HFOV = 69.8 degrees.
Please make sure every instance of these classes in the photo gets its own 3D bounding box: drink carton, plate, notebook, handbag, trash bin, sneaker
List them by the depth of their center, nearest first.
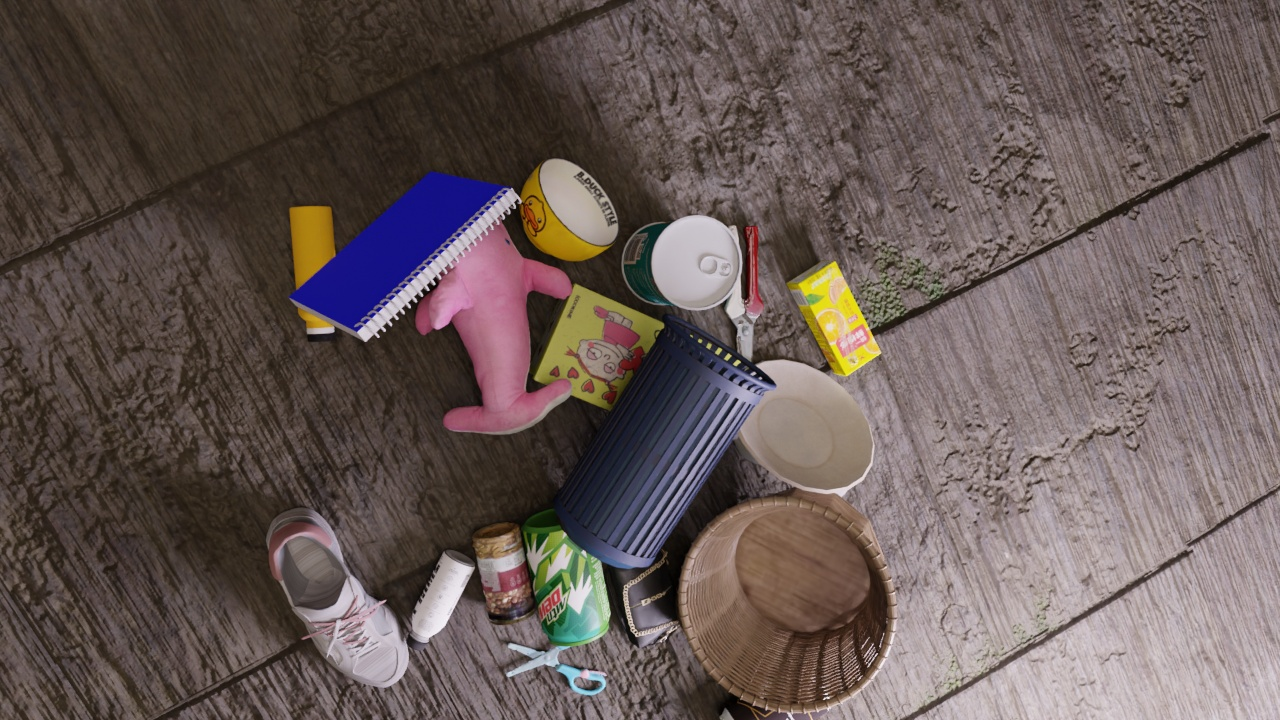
[{"bbox_3d":[-0.240,-0.112,0.931,0.208,0.172,0.022,-48,131,-20],"label":"notebook"},{"bbox_3d":[0.018,0.092,0.978,0.139,0.139,0.250,30,100,-15],"label":"trash bin"},{"bbox_3d":[-0.335,0.275,1.009,0.099,0.089,0.236,-32,102,-9],"label":"sneaker"},{"bbox_3d":[0.192,0.082,1.105,0.188,0.027,0.188,12,50,-15],"label":"plate"},{"bbox_3d":[0.008,0.284,1.120,0.079,0.054,0.128,-19,97,-22],"label":"handbag"},{"bbox_3d":[0.241,-0.052,1.140,0.058,0.043,0.134,-32,103,-10],"label":"drink carton"}]

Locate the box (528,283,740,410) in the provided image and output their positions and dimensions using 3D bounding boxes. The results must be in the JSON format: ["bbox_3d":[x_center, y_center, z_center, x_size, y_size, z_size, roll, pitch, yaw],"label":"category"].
[{"bbox_3d":[-0.006,0.006,1.068,0.221,0.079,0.124,26,90,-13],"label":"box"}]

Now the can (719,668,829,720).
[{"bbox_3d":[0.170,0.442,1.160,0.128,0.072,0.072,-30,102,-9],"label":"can"}]

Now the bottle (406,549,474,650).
[{"bbox_3d":[-0.235,0.279,1.060,0.041,0.041,0.116,28,89,-15],"label":"bottle"}]

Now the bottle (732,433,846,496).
[{"bbox_3d":[0.168,0.112,1.134,0.195,0.052,0.052,25,89,-15],"label":"bottle"}]

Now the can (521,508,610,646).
[{"bbox_3d":[-0.086,0.250,1.071,0.083,0.083,0.144,-12,99,-12],"label":"can"}]

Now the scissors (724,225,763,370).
[{"bbox_3d":[0.133,-0.069,1.127,0.140,0.015,0.189,-36,105,-9],"label":"scissors"}]

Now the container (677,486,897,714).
[{"bbox_3d":[0.177,0.252,1.041,0.227,0.196,0.227,1,92,17],"label":"container"}]

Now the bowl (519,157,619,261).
[{"bbox_3d":[-0.088,-0.159,1.023,0.068,0.117,0.117,-35,107,34],"label":"bowl"}]

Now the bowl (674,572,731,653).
[{"bbox_3d":[0.074,0.297,1.121,0.119,0.032,0.119,22,62,-50],"label":"bowl"}]

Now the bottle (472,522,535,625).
[{"bbox_3d":[-0.159,0.247,1.067,0.056,0.056,0.105,-12,98,-12],"label":"bottle"}]

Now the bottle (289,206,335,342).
[{"bbox_3d":[-0.350,-0.093,0.991,0.043,0.043,0.143,-4,97,-13],"label":"bottle"}]

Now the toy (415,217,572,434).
[{"bbox_3d":[-0.173,-0.051,0.975,0.187,0.127,0.265,-14,84,16],"label":"toy"}]

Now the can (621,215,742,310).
[{"bbox_3d":[0.042,-0.109,1.032,0.099,0.144,0.099,-1,96,-14],"label":"can"}]

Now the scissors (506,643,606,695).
[{"bbox_3d":[-0.094,0.352,1.116,0.139,0.015,0.118,25,89,-20],"label":"scissors"}]
